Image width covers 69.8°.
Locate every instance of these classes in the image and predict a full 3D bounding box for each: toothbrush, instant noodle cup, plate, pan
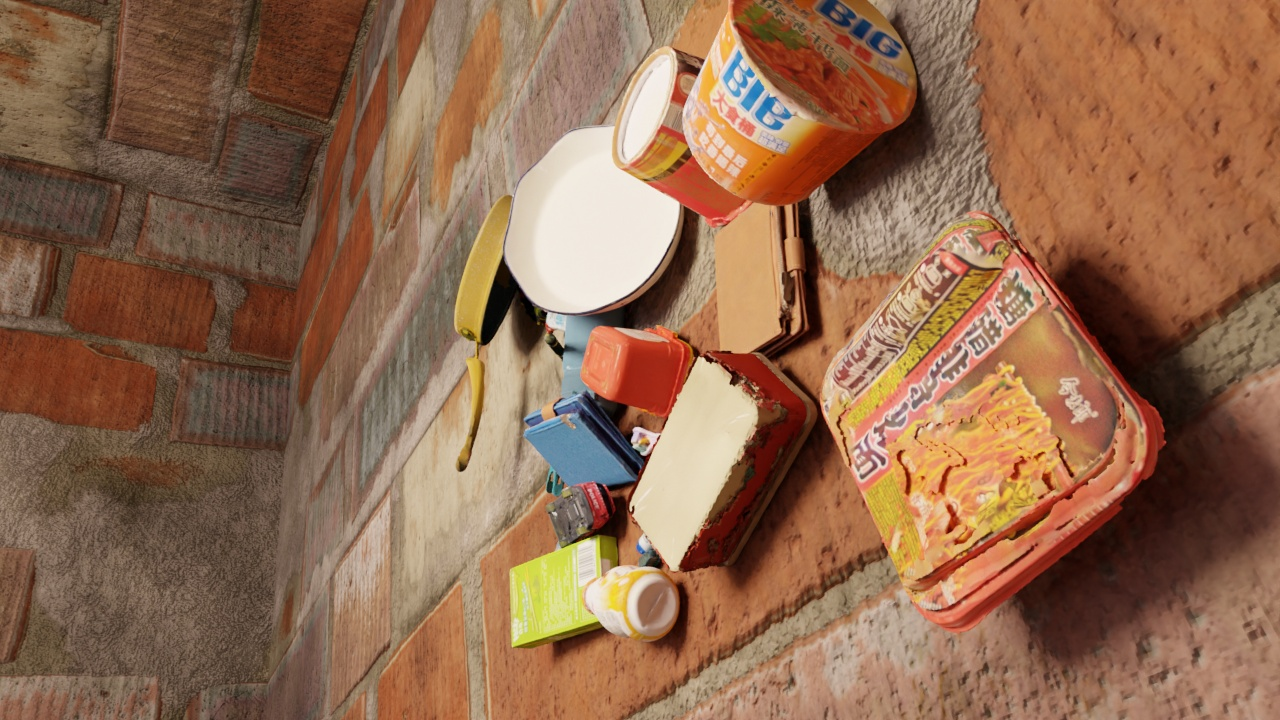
[{"bbox_3d":[0.045,0.130,0.792,0.192,0.018,0.016,-56,47,37],"label":"toothbrush"},{"bbox_3d":[-0.087,-0.014,0.994,0.186,0.012,0.017,80,-156,-83],"label":"toothbrush"},{"bbox_3d":[0.047,-0.201,0.796,0.138,0.108,0.137,-43,37,46],"label":"instant noodle cup"},{"bbox_3d":[0.190,0.033,0.500,0.165,0.079,0.188,-56,35,36],"label":"instant noodle cup"},{"bbox_3d":[0.047,0.066,0.808,0.190,0.021,0.029,-14,98,57],"label":"toothbrush"},{"bbox_3d":[-0.045,-0.140,0.934,0.205,0.045,0.204,-8,73,27],"label":"plate"},{"bbox_3d":[-0.193,-0.038,1.161,0.198,0.078,0.356,108,-179,-77],"label":"pan"},{"bbox_3d":[0.107,-0.192,0.671,0.112,0.151,0.151,130,141,-55],"label":"instant noodle cup"}]

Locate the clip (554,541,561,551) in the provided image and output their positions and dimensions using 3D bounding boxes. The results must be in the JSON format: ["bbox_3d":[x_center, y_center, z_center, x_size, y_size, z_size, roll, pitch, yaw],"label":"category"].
[{"bbox_3d":[-0.092,0.220,1.006,0.024,0.028,0.057,29,97,55],"label":"clip"}]

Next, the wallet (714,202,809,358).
[{"bbox_3d":[0.097,-0.066,0.753,0.108,0.031,0.131,-38,48,55],"label":"wallet"}]

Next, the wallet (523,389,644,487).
[{"bbox_3d":[-0.060,0.086,0.930,0.040,0.106,0.133,-45,11,-32],"label":"wallet"}]

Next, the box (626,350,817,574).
[{"bbox_3d":[0.053,0.081,0.710,0.091,0.078,0.169,48,126,39],"label":"box"}]

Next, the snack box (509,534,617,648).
[{"bbox_3d":[-0.081,0.240,0.944,0.157,0.026,0.085,-30,54,40],"label":"snack box"}]

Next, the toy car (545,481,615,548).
[{"bbox_3d":[-0.062,0.157,0.940,0.121,0.045,0.053,-43,65,60],"label":"toy car"}]

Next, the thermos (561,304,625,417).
[{"bbox_3d":[-0.048,-0.049,0.977,0.070,0.070,0.220,-19,64,58],"label":"thermos"}]

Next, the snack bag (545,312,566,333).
[{"bbox_3d":[-0.082,-0.048,1.068,0.105,0.026,0.045,13,93,52],"label":"snack bag"}]

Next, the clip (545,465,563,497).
[{"bbox_3d":[-0.096,0.128,1.053,0.041,0.014,0.056,11,92,61],"label":"clip"}]

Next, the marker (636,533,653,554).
[{"bbox_3d":[0.034,0.127,0.814,0.146,0.017,0.016,-56,36,36],"label":"marker"}]

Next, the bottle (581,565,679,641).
[{"bbox_3d":[-0.013,0.215,0.820,0.109,0.063,0.063,-16,66,58],"label":"bottle"}]

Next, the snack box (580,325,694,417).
[{"bbox_3d":[-0.005,0.005,0.862,0.091,0.080,0.082,28,104,61],"label":"snack box"}]

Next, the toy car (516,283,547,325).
[{"bbox_3d":[-0.109,-0.115,1.128,0.071,0.041,0.156,47,127,44],"label":"toy car"}]
